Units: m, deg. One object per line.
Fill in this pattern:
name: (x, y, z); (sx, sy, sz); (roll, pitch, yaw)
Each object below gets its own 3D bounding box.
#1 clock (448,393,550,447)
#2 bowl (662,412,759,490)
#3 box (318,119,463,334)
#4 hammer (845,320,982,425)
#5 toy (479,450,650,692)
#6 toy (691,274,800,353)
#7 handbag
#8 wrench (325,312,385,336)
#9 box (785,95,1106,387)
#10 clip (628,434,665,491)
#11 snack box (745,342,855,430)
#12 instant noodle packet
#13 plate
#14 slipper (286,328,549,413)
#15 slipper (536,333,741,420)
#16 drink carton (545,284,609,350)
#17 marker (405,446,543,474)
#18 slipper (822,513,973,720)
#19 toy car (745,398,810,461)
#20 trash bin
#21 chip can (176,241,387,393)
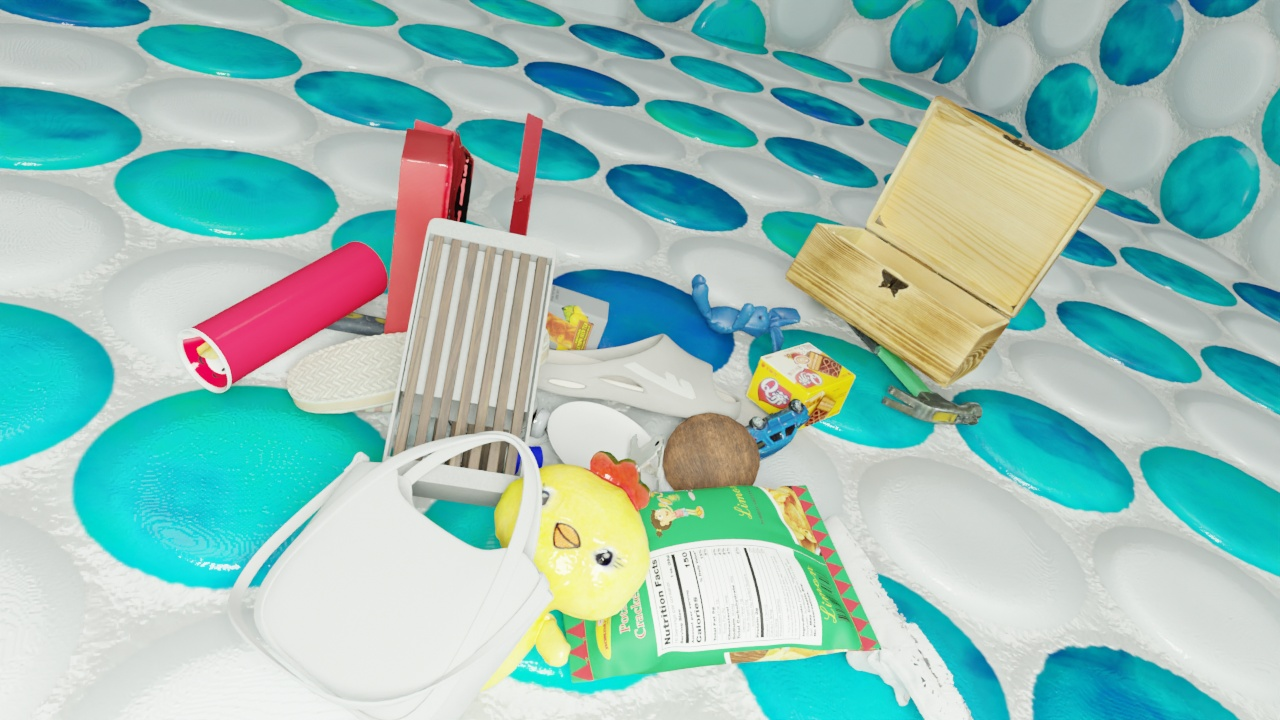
clock: (-0.147, 0.054, 0.963); (0.123, 0.035, 0.094); (35, 35, 28)
bowl: (0.078, 0.100, 0.971); (0.102, 0.026, 0.114); (26, 58, 7)
box: (-0.279, -0.147, 1.008); (0.153, 0.214, 0.164); (6, 26, -17)
hammer: (0.356, -0.013, 1.338); (0.130, 0.032, 0.318); (3, 33, -22)
toy: (-0.075, 0.164, 0.727); (0.134, 0.092, 0.207); (42, 67, 17)
toy: (0.141, -0.057, 1.260); (0.176, 0.071, 0.112); (20, 32, -17)
handbag: (-0.167, 0.136, 0.671); (0.216, 0.096, 0.222); (29, 71, 18)
wrench: (-0.302, -0.038, 1.039); (0.273, 0.022, 0.073); (11, 26, -14)
box: (0.446, -0.183, 1.326); (0.279, 0.335, 0.285); (36, 20, 21)
clip: (0.010, 0.106, 0.936); (0.052, 0.058, 0.101); (-18, 30, 14)
snack box: (0.201, 0.032, 1.153); (0.105, 0.061, 0.083); (-16, 45, -42)
instant noodle packet: (0.055, 0.185, 0.801); (0.252, 0.090, 0.195); (-3, 36, -10)
plate: (-0.037, 0.094, 0.963); (0.134, 0.011, 0.134); (22, 31, -15)
slipper: (-0.222, 0.009, 0.940); (0.262, 0.052, 0.115); (-11, 37, -9)
slipper: (-0.006, 0.006, 1.049); (0.266, 0.081, 0.113); (11, 10, -7)
drink carton: (-0.108, -0.054, 1.120); (0.125, 0.076, 0.048); (18, 31, -9)
marker: (-0.162, 0.098, 0.894); (0.133, 0.027, 0.023); (1, 35, -23)
slipper: (0.214, 0.245, 0.813); (0.112, 0.075, 0.246); (32, 17, -45)
toy car: (0.149, 0.084, 1.055); (0.120, 0.056, 0.043); (-21, 71, -40)
trash bin: (-0.157, 0.007, 0.834); (0.114, 0.115, 0.228); (10, 73, -13)
chip can: (-0.363, -0.051, 0.951); (0.069, 0.069, 0.219); (28, 41, 16)
